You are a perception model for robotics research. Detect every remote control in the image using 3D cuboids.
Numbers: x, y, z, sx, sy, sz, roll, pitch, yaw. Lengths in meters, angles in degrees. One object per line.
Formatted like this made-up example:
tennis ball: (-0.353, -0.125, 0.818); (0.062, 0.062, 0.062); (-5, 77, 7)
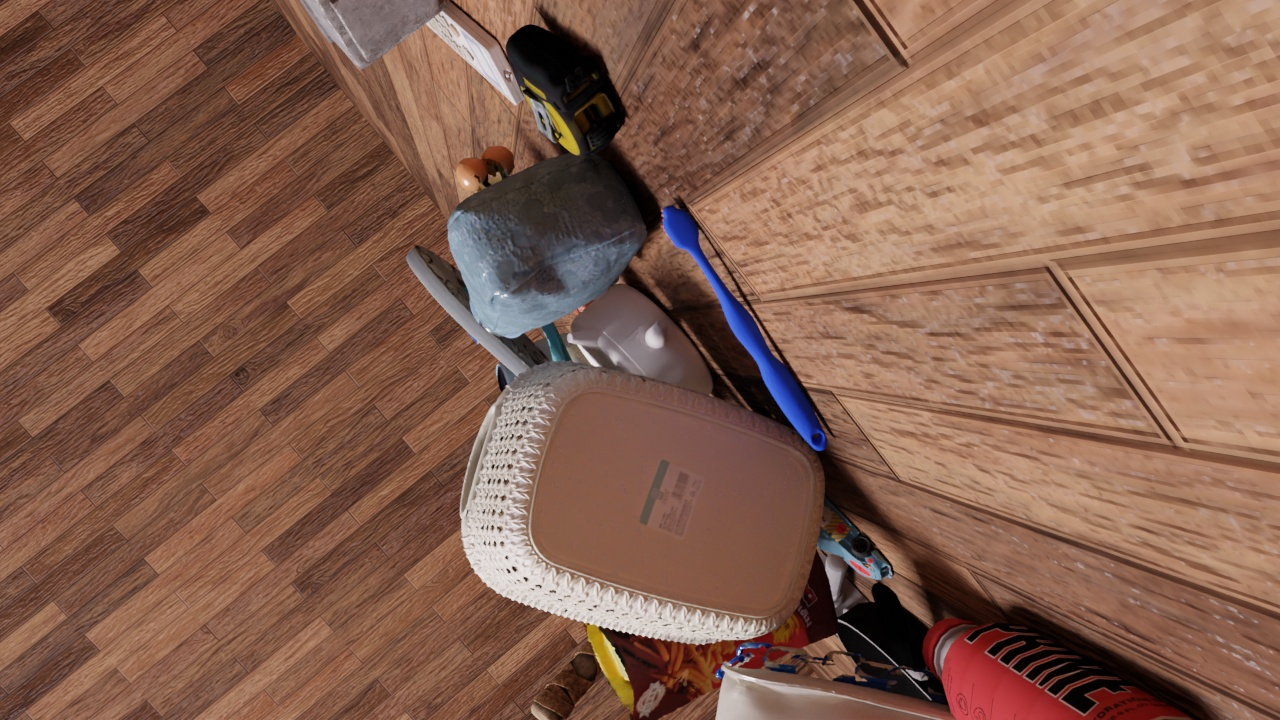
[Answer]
remote control: (-0.126, -0.225, 0.631); (0.136, 0.011, 0.050); (47, 172, 33)

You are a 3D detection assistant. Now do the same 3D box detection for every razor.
razor: (0.182, 0.208, 0.862); (0.088, 0.047, 0.116); (47, 165, 29)

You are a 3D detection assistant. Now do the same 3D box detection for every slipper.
slipper: (-0.074, -0.005, 0.744); (0.269, 0.055, 0.098); (46, -175, -11)

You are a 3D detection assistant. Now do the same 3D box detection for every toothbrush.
toothbrush: (0.061, -0.014, 0.519); (0.182, 0.016, 0.018); (54, 178, -26)

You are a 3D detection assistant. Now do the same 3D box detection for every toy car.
toy car: (0.147, 0.134, 0.714); (0.108, 0.027, 0.060); (47, 173, 31)

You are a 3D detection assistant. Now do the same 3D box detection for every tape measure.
tape measure: (-0.038, -0.131, 0.461); (0.061, 0.034, 0.061); (47, 174, 39)

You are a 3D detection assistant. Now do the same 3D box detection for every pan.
pan: (0.226, 0.247, 0.728); (0.204, 0.044, 0.356); (43, 167, 41)

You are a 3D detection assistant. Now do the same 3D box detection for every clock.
clock: (-0.004, 0.004, 0.778); (0.125, 0.072, 0.161); (39, 166, 39)

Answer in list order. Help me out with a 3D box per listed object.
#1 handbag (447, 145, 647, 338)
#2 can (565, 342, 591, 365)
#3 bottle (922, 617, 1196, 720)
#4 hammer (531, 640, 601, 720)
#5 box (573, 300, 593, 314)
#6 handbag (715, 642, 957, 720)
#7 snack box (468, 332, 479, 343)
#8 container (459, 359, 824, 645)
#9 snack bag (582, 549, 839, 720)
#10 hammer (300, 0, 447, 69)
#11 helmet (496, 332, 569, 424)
handbag: (-0.071, -0.083, 0.601); (0.118, 0.121, 0.192); (61, 174, 2)
can: (-0.038, 0.004, 0.978); (0.074, 0.090, 0.090); (50, 174, 8)
bottle: (0.191, 0.166, 0.440); (0.062, 0.062, 0.177); (51, 174, -7)
hammer: (0.011, 0.222, 0.897); (0.049, 0.318, 0.122); (53, 155, -19)
box: (-0.072, -0.079, 0.898); (0.187, 0.059, 0.056); (44, -165, 28)
handbag: (0.145, 0.235, 0.587); (0.201, 0.093, 0.199); (7, 168, 14)
snack box: (-0.115, -0.083, 0.818); (0.034, 0.087, 0.152); (49, 152, 16)
container: (0.006, 0.098, 0.638); (0.246, 0.184, 0.143); (16, 168, -12)
snack bag: (0.058, 0.191, 0.738); (0.139, 0.207, 0.067); (66, 154, 10)
hammer: (-0.218, -0.311, 0.474); (0.177, 0.079, 0.326); (49, 173, 15)
helmet: (-0.055, 0.077, 1.159); (0.265, 0.166, 0.225); (54, 175, -16)
